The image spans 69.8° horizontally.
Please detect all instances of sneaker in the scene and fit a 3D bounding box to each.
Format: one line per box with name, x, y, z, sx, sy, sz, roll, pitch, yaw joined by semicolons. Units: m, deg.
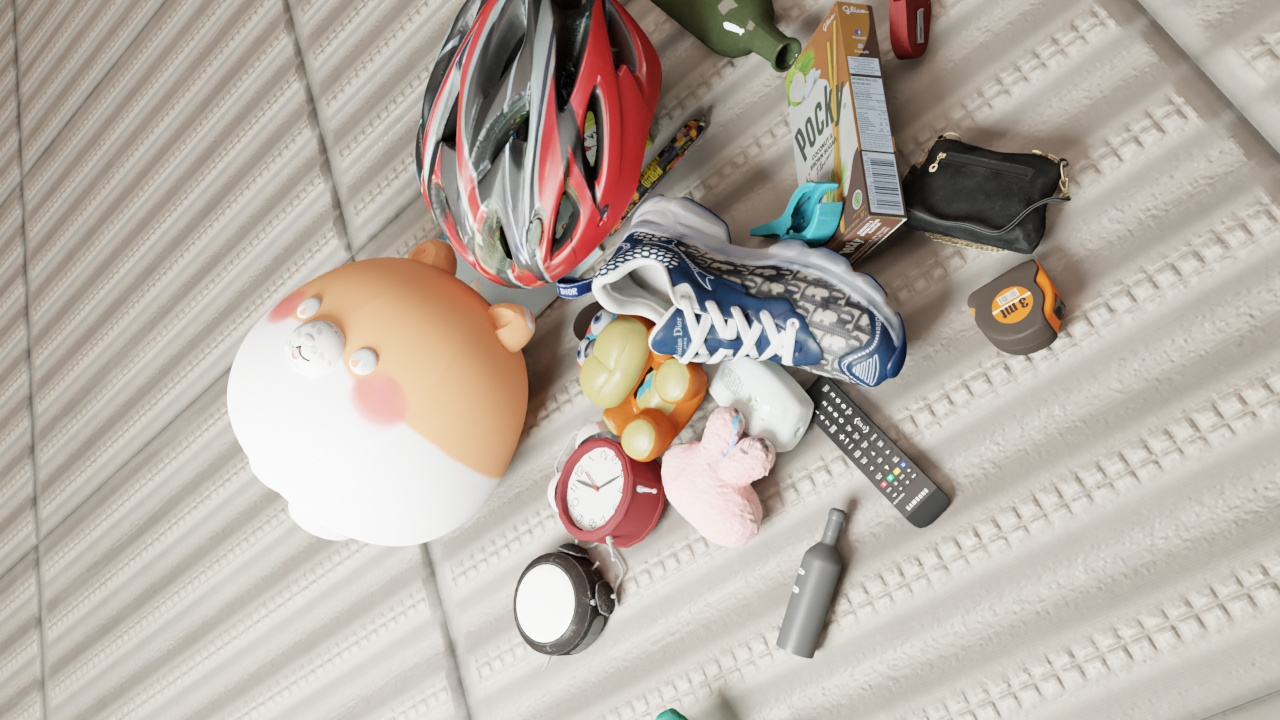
sneaker;0.066;-0.035;0.711;0.269;0.132;0.103;28;139;29

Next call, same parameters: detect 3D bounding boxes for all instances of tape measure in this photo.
tape measure;0.272;-0.034;0.655;0.058;0.038;0.058;-35;46;23
tape measure;0.222;-0.273;0.747;0.019;0.058;0.051;5;111;36

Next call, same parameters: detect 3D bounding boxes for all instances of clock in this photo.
clock;-0.034;0.112;0.818;0.137;0.048;0.096;37;100;44
clock;-0.071;0.215;0.826;0.123;0.043;0.091;-50;55;14

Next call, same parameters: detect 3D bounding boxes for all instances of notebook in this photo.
notebook;-0.165;-0.096;0.996;0.254;0.009;0.181;-41;58;20

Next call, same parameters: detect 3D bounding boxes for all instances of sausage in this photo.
sausage;0.010;-0.177;0.887;0.155;0.020;0.020;-46;56;17

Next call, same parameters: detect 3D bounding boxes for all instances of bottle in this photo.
bottle;0.073;-0.330;0.851;0.071;0.071;0.206;-49;55;15
bottle;0.135;0.167;0.700;0.030;0.030;0.113;17;88;37

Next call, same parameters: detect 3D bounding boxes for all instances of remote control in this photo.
remote control;0.094;0.026;0.760;0.114;0.028;0.060;43;123;41
remote control;0.176;0.066;0.707;0.033;0.015;0.147;-50;55;14

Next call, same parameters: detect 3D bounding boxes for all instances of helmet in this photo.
helmet;-0.100;-0.197;0.799;0.218;0.166;0.272;26;105;40

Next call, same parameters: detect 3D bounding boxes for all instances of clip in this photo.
clip;0.128;-0.093;0.738;0.120;0.027;0.103;120;140;-59

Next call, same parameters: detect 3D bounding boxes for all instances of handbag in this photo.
handbag;0.252;-0.127;0.683;0.129;0.054;0.079;23;88;39

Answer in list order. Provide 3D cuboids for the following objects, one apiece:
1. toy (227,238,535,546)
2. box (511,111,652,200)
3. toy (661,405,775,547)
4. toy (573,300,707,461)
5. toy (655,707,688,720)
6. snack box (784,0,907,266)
toy;-0.234;0.028;0.857;0.263;0.265;0.280;39;88;25
box;-0.080;-0.292;0.945;0.125;0.080;0.220;-29;59;21
toy;0.065;0.093;0.747;0.108;0.053;0.105;48;124;37
toy;-0.004;0.005;0.806;0.112;0.096;0.176;-62;29;20
toy;0.071;0.347;0.680;0.193;0.072;0.131;42;105;26
snack box;0.160;-0.176;0.736;0.101;0.031;0.185;129;139;-67
